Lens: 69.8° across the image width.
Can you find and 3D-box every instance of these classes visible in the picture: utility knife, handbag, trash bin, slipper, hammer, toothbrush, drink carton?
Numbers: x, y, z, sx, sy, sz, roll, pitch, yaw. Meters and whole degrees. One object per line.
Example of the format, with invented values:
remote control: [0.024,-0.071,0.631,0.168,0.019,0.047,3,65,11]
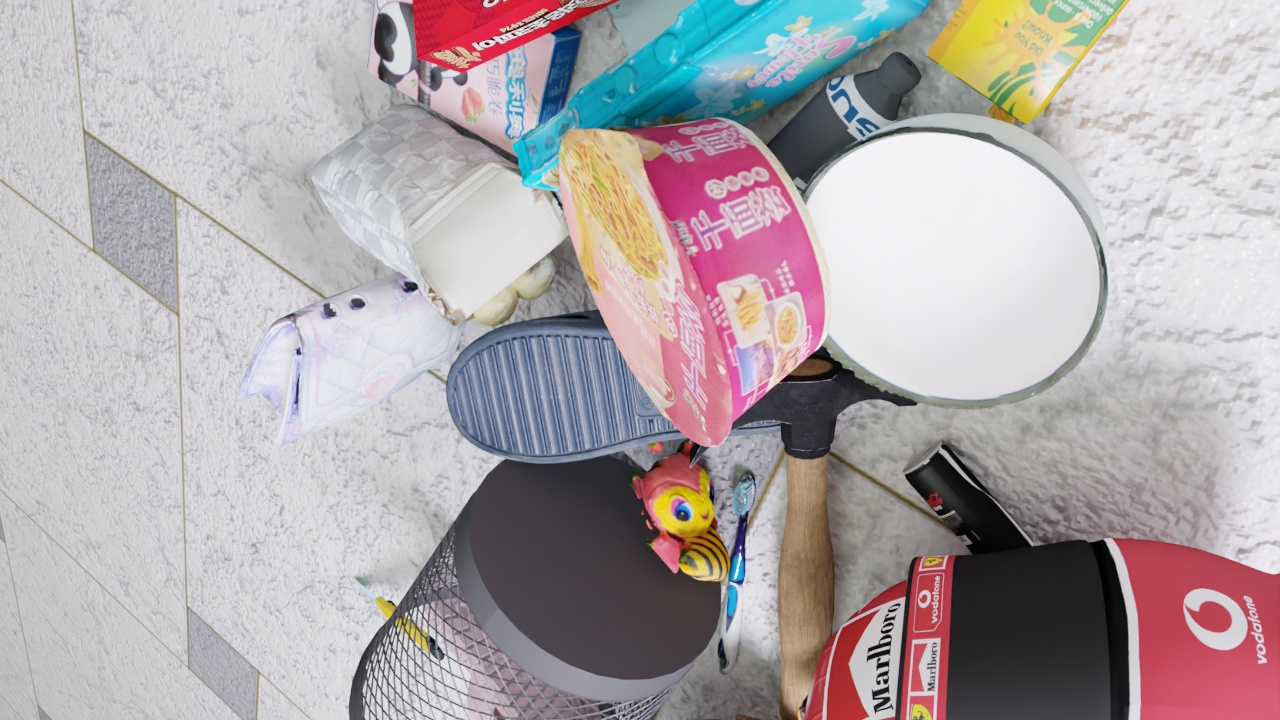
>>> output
utility knife: [-0.245,0.250,0.904,0.228,0.019,0.030,4,120,52]
handbag: [-0.213,-0.010,0.703,0.069,0.158,0.127,50,131,8]
trash bin: [-0.077,0.208,0.684,0.218,0.217,0.228,41,125,12]
slipper: [-0.004,0.004,0.620,0.264,0.082,0.101,-5,114,16]
hammer: [0.104,0.135,0.607,0.132,0.040,0.306,-3,121,5]
handbag: [-0.137,-0.098,0.640,0.171,0.112,0.123,37,164,29]
toothbrush: [0.069,0.164,0.681,0.016,0.017,0.189,18,121,26]
drink carton: [0.190,-0.172,0.414,0.058,0.041,0.123,41,129,12]
slipper: [-0.112,0.287,0.822,0.239,0.094,0.065,46,126,15]

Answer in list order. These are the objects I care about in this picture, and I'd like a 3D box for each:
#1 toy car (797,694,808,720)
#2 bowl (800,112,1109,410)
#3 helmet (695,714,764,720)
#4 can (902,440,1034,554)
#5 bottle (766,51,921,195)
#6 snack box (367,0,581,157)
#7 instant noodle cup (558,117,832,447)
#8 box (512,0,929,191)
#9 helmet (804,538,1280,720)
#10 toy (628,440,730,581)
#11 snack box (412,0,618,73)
toy car: [0.158,0.221,0.620,0.112,0.047,0.047,-33,89,1]
bowl: [0.158,-0.056,0.463,0.153,0.072,0.154,22,135,24]
helmet: [0.073,0.355,0.647,0.237,0.192,0.224,18,156,47]
can: [0.194,0.087,0.545,0.080,0.031,0.032,49,131,5]
bottle: [0.104,-0.120,0.497,0.047,0.046,0.113,51,130,3]
snack box: [-0.116,-0.207,0.618,0.154,0.033,0.088,33,127,18]
instant noodle cup: [0.031,-0.050,0.486,0.178,0.077,0.179,57,164,26]
box: [0.024,-0.189,0.504,0.227,0.097,0.117,-24,75,41]
helmet: [0.198,0.207,0.481,0.225,0.197,0.271,2,130,20]
toy: [0.030,0.106,0.636,0.046,0.084,0.103,-28,66,20]
snack box: [-0.069,-0.257,0.524,0.152,0.035,0.132,-9,84,36]
